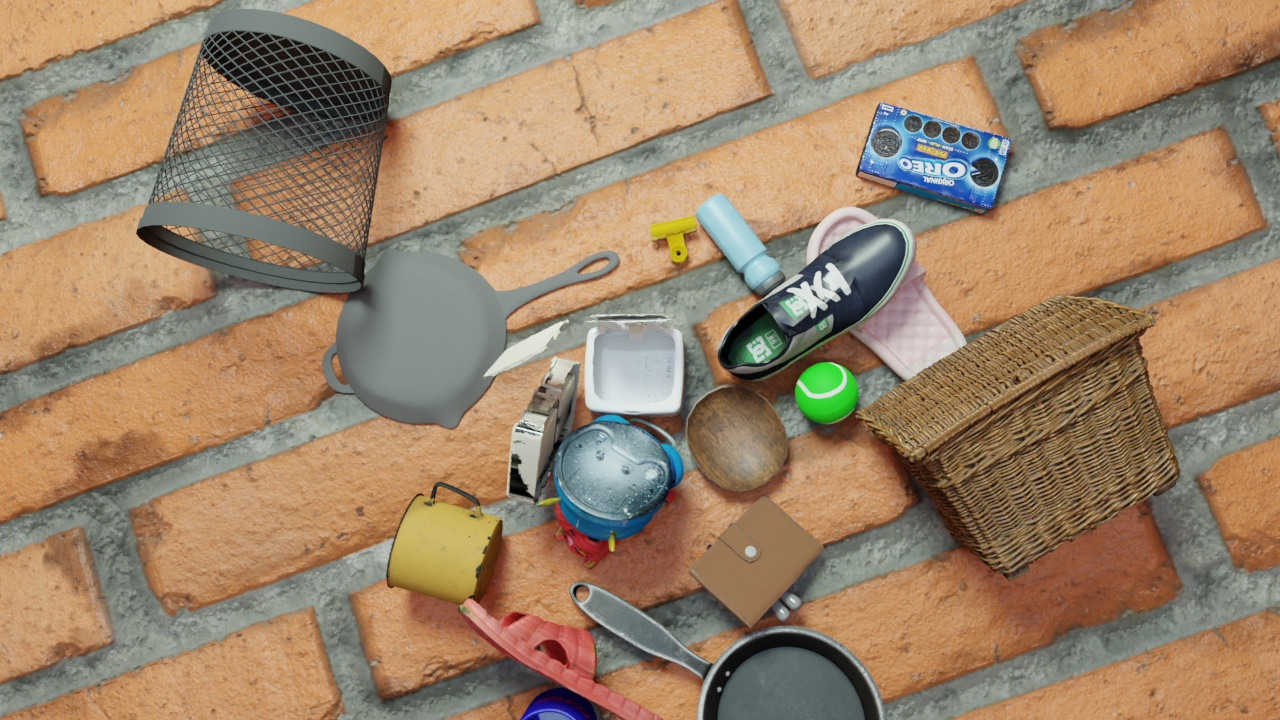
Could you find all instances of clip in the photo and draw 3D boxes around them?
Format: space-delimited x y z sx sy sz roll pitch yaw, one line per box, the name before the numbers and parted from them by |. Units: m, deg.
clip | 0.039 -0.134 1.020 0.054 0.044 0.049 -13 125 1

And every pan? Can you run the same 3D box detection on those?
pan | -0.190 -0.050 1.020 0.354 0.024 0.216 -22 83 0
pan | 0.079 0.328 0.950 0.357 0.055 0.187 27 76 19

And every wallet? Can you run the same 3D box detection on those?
wallet | 0.120 0.206 0.952 0.087 0.013 0.120 41 66 21

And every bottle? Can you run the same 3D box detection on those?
bottle | 0.113 -0.121 1.002 0.040 0.040 0.130 -36 83 -1

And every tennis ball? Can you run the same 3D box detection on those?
tennis ball | 0.196 0.035 0.968 0.065 0.065 0.065 0 84 3

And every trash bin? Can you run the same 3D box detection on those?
trash bin | -0.377 -0.211 0.957 0.218 0.218 0.227 9 80 4

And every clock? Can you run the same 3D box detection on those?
clock | -0.020 0.112 0.924 0.117 0.060 0.161 31 48 16

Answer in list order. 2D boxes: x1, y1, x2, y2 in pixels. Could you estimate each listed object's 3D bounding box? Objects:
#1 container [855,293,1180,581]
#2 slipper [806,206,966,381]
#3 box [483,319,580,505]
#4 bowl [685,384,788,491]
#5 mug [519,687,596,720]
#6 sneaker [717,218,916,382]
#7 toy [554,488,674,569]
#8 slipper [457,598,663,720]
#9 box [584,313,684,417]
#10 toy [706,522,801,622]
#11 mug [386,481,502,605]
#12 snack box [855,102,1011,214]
container | 0.379 0.078 0.896 0.250 0.162 0.183 -31 102 2
slipper | 0.263 -0.064 0.981 0.107 0.055 0.221 -37 85 1
box | -0.110 0.028 0.913 0.070 0.143 0.187 13 121 5
bowl | 0.103 0.083 0.988 0.102 0.026 0.114 -33 84 -1
mug | -0.091 0.401 0.936 0.079 0.083 0.111 11 85 4
sneaker | 0.178 -0.060 0.938 0.236 0.079 0.084 -39 72 16
toy | -0.030 0.162 0.980 0.132 0.094 0.088 -22 57 -27
slipper | -0.073 0.299 0.929 0.248 0.104 0.059 36 69 -14
box | -0.006 -0.004 0.950 0.109 0.136 0.121 2 85 1
toy | 0.122 0.225 0.968 0.049 0.030 0.111 -44 68 -2
mug | -0.197 0.189 0.953 0.094 0.100 0.124 15 105 3
snack box | 0.320 -0.222 1.007 0.150 0.027 0.082 17 86 5
